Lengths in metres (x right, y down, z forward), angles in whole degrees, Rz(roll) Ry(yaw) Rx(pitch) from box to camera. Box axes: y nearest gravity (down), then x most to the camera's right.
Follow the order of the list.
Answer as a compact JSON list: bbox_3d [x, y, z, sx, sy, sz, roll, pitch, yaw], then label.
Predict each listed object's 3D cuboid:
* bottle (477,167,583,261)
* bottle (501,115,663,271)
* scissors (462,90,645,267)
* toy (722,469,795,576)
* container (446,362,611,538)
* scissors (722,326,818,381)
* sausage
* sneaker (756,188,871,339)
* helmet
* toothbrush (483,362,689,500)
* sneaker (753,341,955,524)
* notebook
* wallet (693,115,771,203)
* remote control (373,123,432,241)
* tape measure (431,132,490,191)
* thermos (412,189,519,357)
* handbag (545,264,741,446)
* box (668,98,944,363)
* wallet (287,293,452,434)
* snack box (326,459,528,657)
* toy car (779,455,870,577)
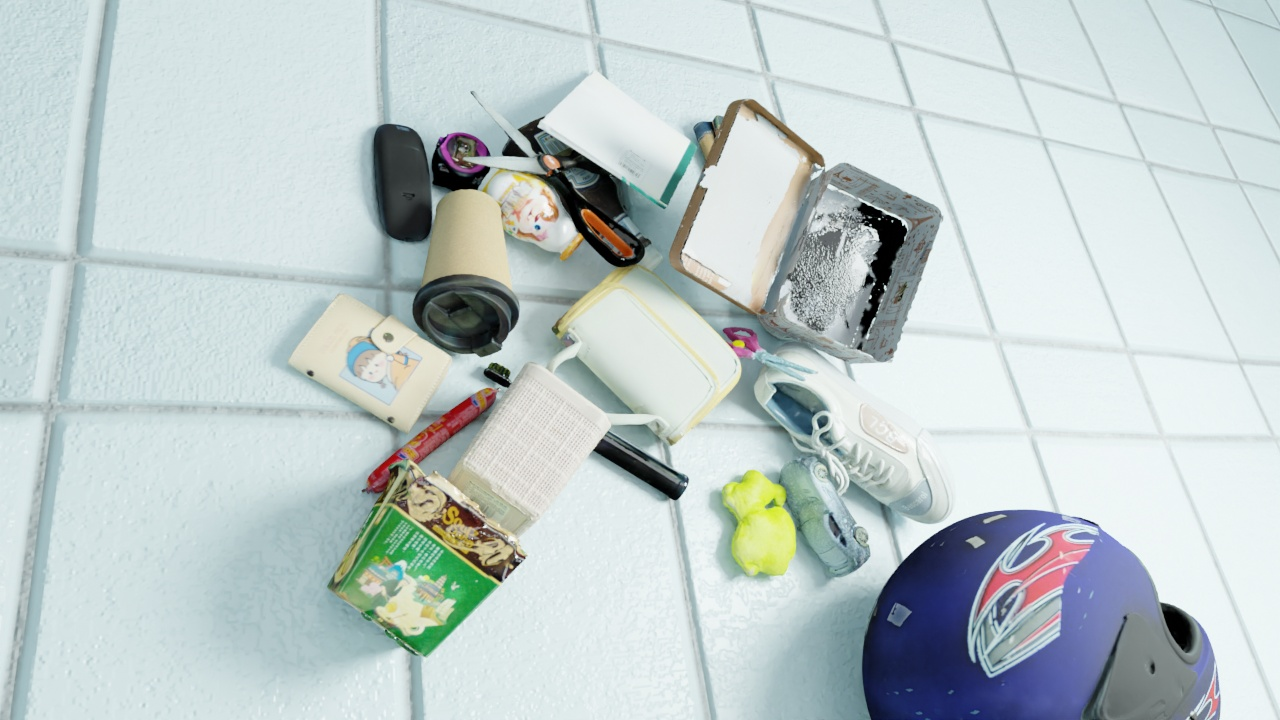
[{"bbox_3d":[-0.105,-0.145,0.898,0.108,0.063,0.063,41,53,-2],"label":"bottle"},{"bbox_3d":[-0.054,-0.165,0.948,0.195,0.044,0.079,47,46,1],"label":"bottle"},{"bbox_3d":[-0.070,-0.182,0.894,0.234,0.022,0.220,50,38,4],"label":"scissors"},{"bbox_3d":[0.115,0.155,0.868,0.096,0.031,0.100,-27,78,-37],"label":"toy"},{"bbox_3d":[-0.098,0.079,0.766,0.090,0.090,0.110,37,56,-4],"label":"container"},{"bbox_3d":[0.127,-0.008,0.922,0.137,0.017,0.073,19,37,38],"label":"scissors"},{"bbox_3d":[-0.174,0.064,0.777,0.020,0.020,0.155,47,53,3],"label":"sausage"},{"bbox_3d":[0.210,-0.124,1.033,0.118,0.088,0.240,38,54,-3],"label":"sneaker"},{"bbox_3d":[0.338,0.246,0.791,0.314,0.248,0.240,-26,96,-29],"label":"helmet"},{"bbox_3d":[-0.050,0.063,0.838,0.212,0.026,0.027,33,42,-7],"label":"toothbrush"},{"bbox_3d":[0.213,0.084,0.917,0.242,0.090,0.090,41,38,3],"label":"sneaker"},{"bbox_3d":[-0.015,-0.240,0.980,0.150,0.012,0.208,34,31,-7],"label":"notebook"},{"bbox_3d":[0.117,-0.231,1.081,0.090,0.033,0.115,-5,70,-30],"label":"wallet"},{"bbox_3d":[-0.227,-0.176,0.878,0.053,0.024,0.136,1,64,-28],"label":"remote control"},{"bbox_3d":[-0.176,-0.196,0.905,0.057,0.039,0.057,11,59,-22],"label":"tape measure"},{"bbox_3d":[-0.156,-0.082,0.828,0.093,0.093,0.143,11,51,-22],"label":"thermos"},{"bbox_3d":[-0.005,0.005,0.861,0.163,0.063,0.178,45,48,2],"label":"handbag"},{"bbox_3d":[0.159,-0.122,0.913,0.259,0.110,0.179,22,84,-12],"label":"box"},{"bbox_3d":[-0.227,-0.001,0.784,0.115,0.024,0.087,31,59,-7],"label":"wallet"},{"bbox_3d":[-0.166,0.150,0.680,0.118,0.118,0.105,42,67,-12],"label":"snack box"},{"bbox_3d":[0.174,0.150,0.886,0.036,0.054,0.120,-19,73,-35],"label":"toy car"}]
